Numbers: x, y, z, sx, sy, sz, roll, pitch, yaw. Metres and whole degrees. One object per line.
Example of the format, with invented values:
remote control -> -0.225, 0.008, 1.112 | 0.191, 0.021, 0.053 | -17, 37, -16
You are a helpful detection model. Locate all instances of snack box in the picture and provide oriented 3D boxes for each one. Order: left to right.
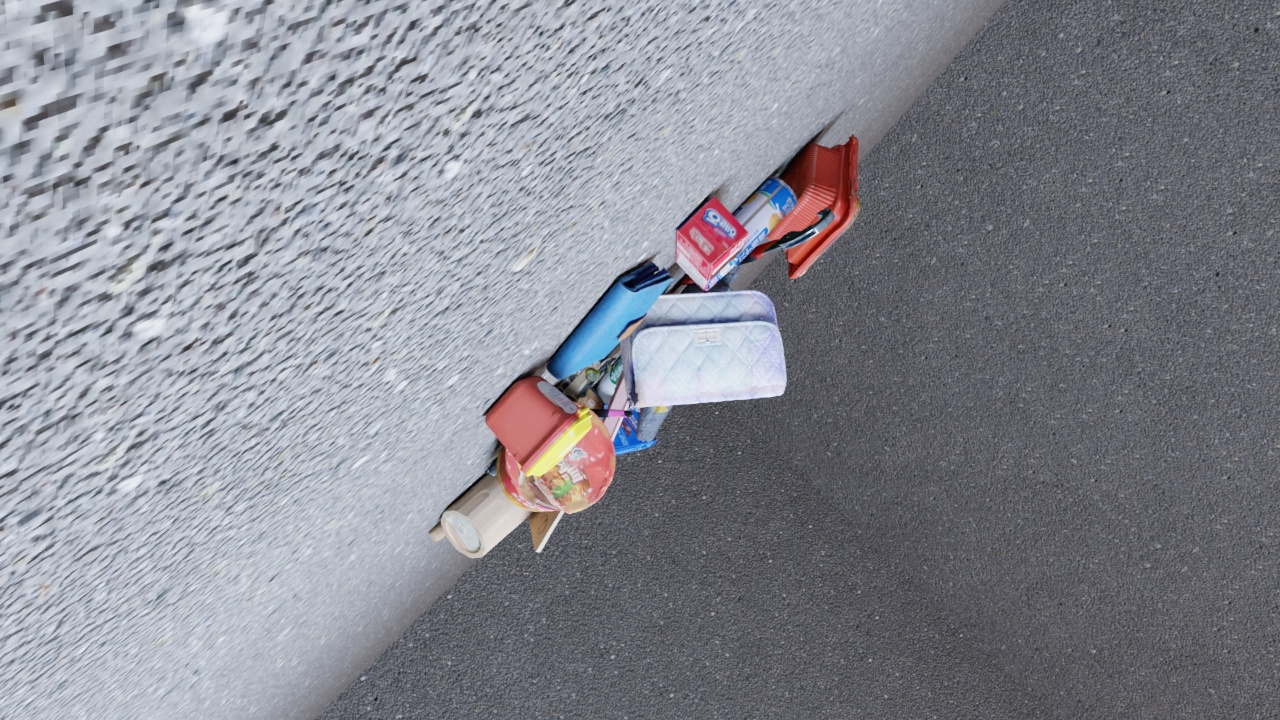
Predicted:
snack box -> -0.099, 0.059, 0.892 | 0.082, 0.080, 0.091 | -46, 176, 8
snack box -> -0.055, 0.114, 1.489 | 0.156, 0.084, 0.026 | -9, 152, -37
snack box -> 0.076, -0.127, 1.036 | 0.057, 0.058, 0.207 | -43, 176, -1

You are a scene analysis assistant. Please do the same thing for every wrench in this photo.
wrench -> 0.152, -0.149, 1.268 | 0.274, 0.016, 0.056 | -20, -154, 46

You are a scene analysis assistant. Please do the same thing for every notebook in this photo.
notebook -> -0.123, 0.157, 1.297 | 0.148, 0.008, 0.207 | -59, -158, 13

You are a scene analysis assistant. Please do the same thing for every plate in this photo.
plate -> -0.007, 0.007, 1.260 | 0.229, 0.028, 0.229 | 167, -54, -90

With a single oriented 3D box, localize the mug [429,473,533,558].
mug -> -0.223, 0.211, 1.266 | 0.125, 0.084, 0.103 | -14, -161, 42

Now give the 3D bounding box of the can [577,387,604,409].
can -> -0.107, 0.085, 1.247 | 0.116, 0.058, 0.059 | -45, 176, -19

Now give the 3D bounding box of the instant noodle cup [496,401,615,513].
instant noodle cup -> -0.112, 0.124, 1.132 | 0.137, 0.138, 0.109 | -44, -176, -27

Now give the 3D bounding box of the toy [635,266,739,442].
toy -> 0.082, -0.045, 1.360 | 0.355, 0.091, 0.138 | -62, 178, -29

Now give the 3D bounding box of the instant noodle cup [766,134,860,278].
instant noodle cup -> 0.245, -0.232, 1.323 | 0.165, 0.079, 0.188 | -51, -160, 48

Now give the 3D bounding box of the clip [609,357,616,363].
clip -> -0.058, 0.007, 1.264 | 0.057, 0.031, 0.025 | -43, 176, 25

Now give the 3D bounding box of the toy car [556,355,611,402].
toy car -> -0.072, 0.023, 1.149 | 0.091, 0.035, 0.042 | -46, 178, 30

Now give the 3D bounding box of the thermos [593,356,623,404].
thermos -> -0.014, 0.018, 1.531 | 0.225, 0.073, 0.073 | -48, 176, 39

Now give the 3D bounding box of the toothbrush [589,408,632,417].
toothbrush -> -0.073, 0.067, 1.149 | 0.017, 0.014, 0.190 | -29, -164, -37

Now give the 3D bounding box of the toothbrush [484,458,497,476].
toothbrush -> -0.149, 0.102, 1.275 | 0.188, 0.017, 0.014 | -42, 177, -40

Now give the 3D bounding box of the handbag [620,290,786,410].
handbag -> 0.073, -0.014, 1.118 | 0.193, 0.134, 0.076 | -5, 168, -9

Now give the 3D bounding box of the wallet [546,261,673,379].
wallet -> -0.031, -0.039, 0.944 | 0.133, 0.040, 0.106 | -47, 172, 28

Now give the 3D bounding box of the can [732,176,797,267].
can -> 0.149, -0.184, 1.242 | 0.134, 0.053, 0.053 | -46, 176, -7
